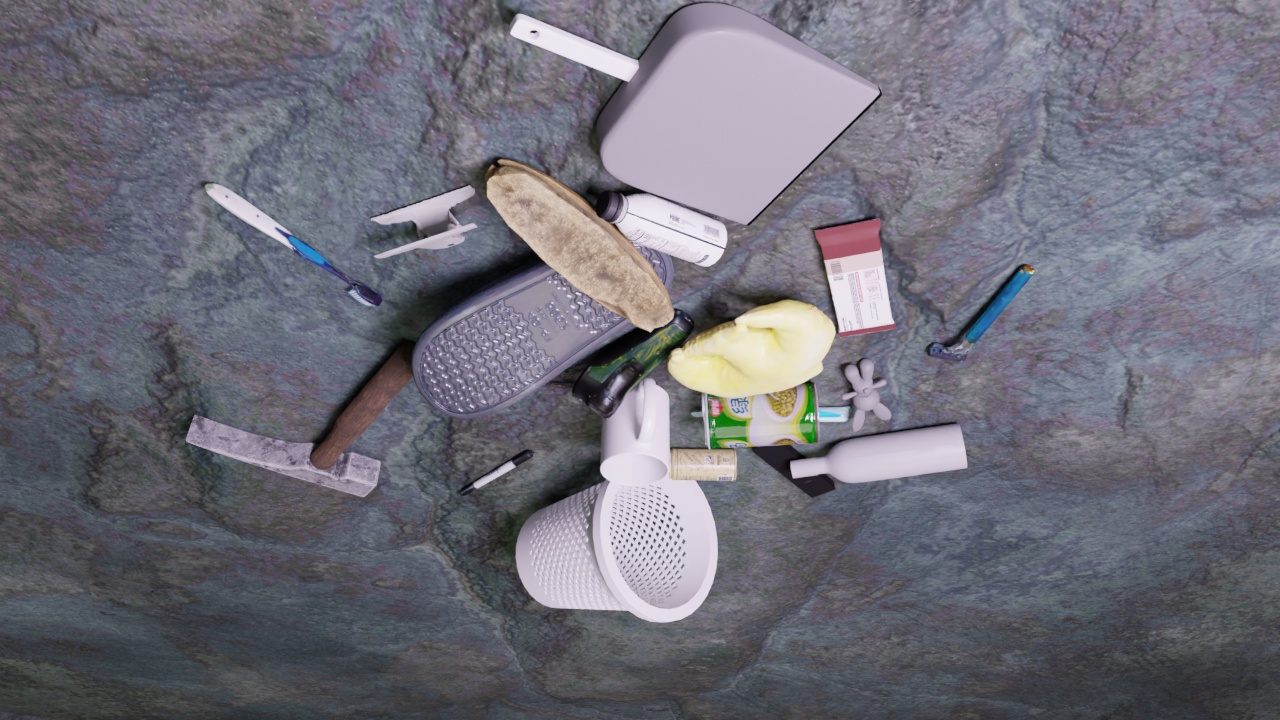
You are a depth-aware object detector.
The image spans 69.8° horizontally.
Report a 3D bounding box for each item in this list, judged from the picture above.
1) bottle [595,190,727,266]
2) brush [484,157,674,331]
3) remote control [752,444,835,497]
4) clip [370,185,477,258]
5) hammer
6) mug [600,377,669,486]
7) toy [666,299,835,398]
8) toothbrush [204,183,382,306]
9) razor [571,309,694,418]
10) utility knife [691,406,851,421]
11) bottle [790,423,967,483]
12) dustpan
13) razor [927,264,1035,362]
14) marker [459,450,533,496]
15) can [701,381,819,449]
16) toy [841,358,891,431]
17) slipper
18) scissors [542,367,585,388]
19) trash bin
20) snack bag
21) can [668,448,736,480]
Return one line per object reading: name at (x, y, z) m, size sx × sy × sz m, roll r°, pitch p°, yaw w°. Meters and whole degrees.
bottle at (0.016, -0.112, 0.755) m, size 0.116 × 0.041 × 0.041 m, roll 15°, pitch 143°, yaw -33°
brush at (-0.047, -0.092, 0.751) m, size 0.195 × 0.043 × 0.059 m, roll 41°, pitch 104°, yaw -15°
remote control at (0.189, 0.131, 1.128) m, size 0.034 × 0.013 × 0.150 m, roll -26°, pitch 136°, yaw 27°
clip at (-0.178, -0.114, 0.786) m, size 0.102 × 0.051 × 0.058 m, roll -13°, pitch 114°, yaw 20°
hammer at (-0.349, 0.051, 1.012) m, size 0.217 × 0.037 × 0.302 m, roll 23°, pitch 138°, yaw -28°
mug at (-0.001, 0.069, 0.980) m, size 0.073 × 0.090 × 0.111 m, roll 8°, pitch 144°, yaw -10°
toy at (0.113, -0.006, 0.891) m, size 0.154 × 0.064 × 0.171 m, roll 16°, pitch 147°, yaw -39°
toothbrush at (-0.306, -0.099, 0.819) m, size 0.017 × 0.016 × 0.189 m, roll -12°, pitch 144°, yaw 34°
razor at (-0.005, 0.005, 0.916) m, size 0.054 × 0.067 × 0.152 m, roll 37°, pitch 124°, yaw -24°
utility knife at (0.146, 0.060, 1.028) m, size 0.179 × 0.015 × 0.022 m, roll 1°, pitch 144°, yaw -2°
bottle at (0.274, 0.113, 1.068) m, size 0.195 × 0.052 × 0.052 m, roll -10°, pitch 143°, yaw 15°
dustpan at (0.025, -0.191, 0.672) m, size 0.257 × 0.033 × 0.164 m, roll 12°, pitch 144°, yaw -30°
razor at (0.331, -0.040, 0.880) m, size 0.042 × 0.022 × 0.144 m, roll 9°, pitch 143°, yaw -13°
marker at (-0.182, 0.143, 1.157) m, size 0.011 × 0.011 × 0.153 m, roll 28°, pitch 137°, yaw -33°
can at (0.128, 0.059, 0.983) m, size 0.121 × 0.067 × 0.067 m, roll -3°, pitch 144°, yaw 6°
toy at (0.242, 0.040, 0.986) m, size 0.049 × 0.030 × 0.112 m, roll -21°, pitch 136°, yaw 5°
slipper at (-0.096, -0.049, 0.841) m, size 0.268 × 0.083 × 0.111 m, roll -30°, pitch 122°, yaw 13°
scissors at (-0.141, 0.025, 0.987) m, size 0.165 × 0.012 × 0.158 m, roll 27°, pitch 139°, yaw -31°
trash bin at (-0.043, 0.234, 1.150) m, size 0.195 × 0.195 × 0.200 m, roll 30°, pitch 145°, yaw -34°
snack bag at (0.200, -0.072, 0.844) m, size 0.057 × 0.013 × 0.158 m, roll -9°, pitch 143°, yaw 17°
can at (0.074, 0.125, 1.102) m, size 0.079 × 0.038 × 0.038 m, roll 1°, pitch 145°, yaw 0°
